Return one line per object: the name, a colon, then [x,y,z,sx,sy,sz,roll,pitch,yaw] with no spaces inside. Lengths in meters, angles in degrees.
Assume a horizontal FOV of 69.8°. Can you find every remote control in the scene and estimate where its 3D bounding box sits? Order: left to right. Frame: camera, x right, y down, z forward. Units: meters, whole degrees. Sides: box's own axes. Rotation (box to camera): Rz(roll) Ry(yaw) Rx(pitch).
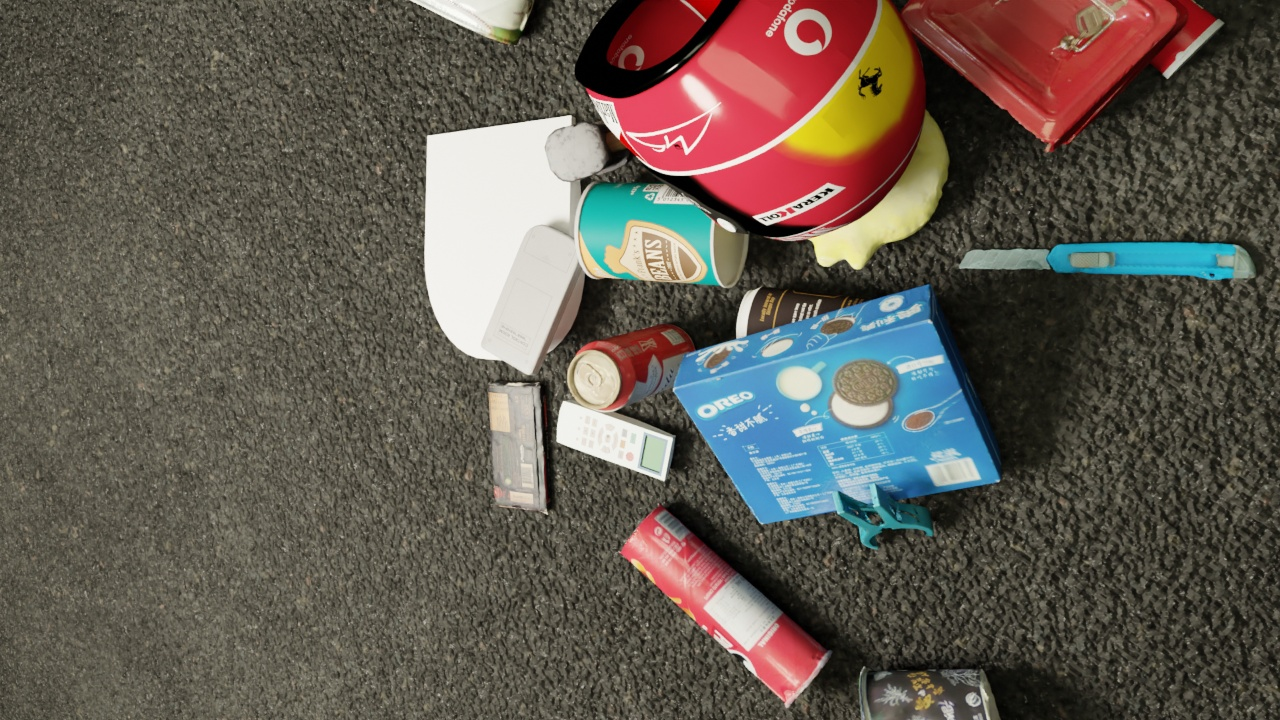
remote control: [-0.111,-0.066,0.969,0.074,0.019,0.151,28,101,24]
remote control: [-0.028,0.084,1.006,0.143,0.024,0.050,17,106,25]

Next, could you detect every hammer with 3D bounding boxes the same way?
hammer: [0.065,-0.239,0.879,0.329,0.097,0.052,-13,102,19]

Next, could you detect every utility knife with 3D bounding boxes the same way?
utility knife: [0.388,-0.084,0.777,0.225,0.015,0.031,3,96,27]

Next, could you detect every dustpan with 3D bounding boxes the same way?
dustpan: [-0.149,-0.129,1.032,0.192,0.053,0.257,0,88,26]

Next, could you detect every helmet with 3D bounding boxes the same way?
helmet: [0.099,-0.203,0.730,0.197,0.224,0.271,-56,29,-6]

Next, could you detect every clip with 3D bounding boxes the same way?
clip: [0.241,0.141,0.843,0.121,0.130,0.031,-6,60,12]

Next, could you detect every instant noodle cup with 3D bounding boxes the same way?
instant noodle cup: [0.277,0.348,0.852,0.112,0.137,0.137,-16,92,19]

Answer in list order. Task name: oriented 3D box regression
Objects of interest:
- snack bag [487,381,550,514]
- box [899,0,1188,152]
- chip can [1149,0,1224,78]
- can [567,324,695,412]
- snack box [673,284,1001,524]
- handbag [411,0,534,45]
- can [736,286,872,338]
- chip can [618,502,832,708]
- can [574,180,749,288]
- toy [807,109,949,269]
snack bag: [-0.142,0.100,1.069,0.075,0.018,0.155,3,100,25]
box: [0.313,-0.257,0.710,0.147,0.155,0.157,-46,76,19]
chip can: [0.356,-0.314,0.730,0.214,0.051,0.052,46,115,12]
can: [-0.005,0.005,0.899,0.067,0.169,0.067,4,100,26]
snack box: [0.177,0.051,0.829,0.239,0.056,0.195,-16,125,28]
handbag: [-0.153,-0.444,0.936,0.142,0.096,0.199,28,110,4]
can: [0.162,-0.029,0.866,0.129,0.071,0.072,9,103,25]
chip can: [0.084,0.250,0.955,0.233,0.073,0.073,39,114,16]
can: [0.022,-0.126,0.901,0.144,0.099,0.099,6,102,25]
toy: [0.189,-0.161,0.833,0.171,0.064,0.155,7,97,25]
